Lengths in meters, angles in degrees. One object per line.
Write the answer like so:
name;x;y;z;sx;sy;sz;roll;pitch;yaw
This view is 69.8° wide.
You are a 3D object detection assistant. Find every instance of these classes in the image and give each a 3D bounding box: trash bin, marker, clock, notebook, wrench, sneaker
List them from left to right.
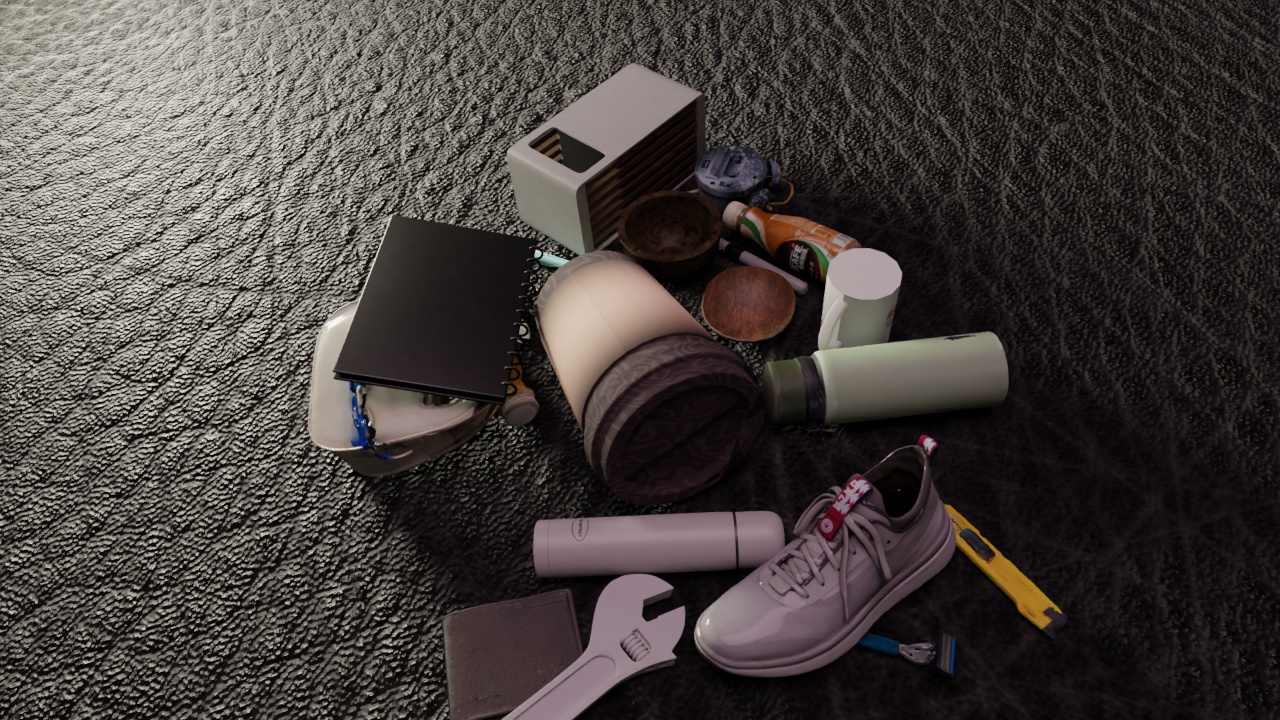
notebook;-0.195;-0.057;0.933;0.169;0.019;0.230;9;47;-5
wrench;-0.070;0.269;0.750;0.272;0.018;0.086;-30;62;-30
trash bin;-0.036;-0.250;1.138;0.114;0.115;0.228;33;61;28
clock;0.126;-0.220;1.139;0.129;0.052;0.090;13;53;16
marker;0.135;-0.113;1.075;0.140;0.016;0.016;33;60;27
sneaker;0.157;0.161;0.761;0.262;0.129;0.097;-27;38;-19

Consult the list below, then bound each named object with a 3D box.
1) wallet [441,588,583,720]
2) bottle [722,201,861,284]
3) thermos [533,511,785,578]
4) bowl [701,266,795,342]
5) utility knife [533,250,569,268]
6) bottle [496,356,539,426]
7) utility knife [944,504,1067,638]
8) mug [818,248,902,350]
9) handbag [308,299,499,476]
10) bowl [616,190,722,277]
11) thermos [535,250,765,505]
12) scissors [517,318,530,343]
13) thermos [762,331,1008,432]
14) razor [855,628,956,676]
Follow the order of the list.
wallet;-0.109;0.254;0.789;0.120;0.031;0.099;-10;52;-6
bottle;0.172;-0.141;1.065;0.167;0.059;0.059;29;59;26
thermos;0.017;0.166;0.833;0.224;0.052;0.052;-3;51;3
bowl;0.120;-0.056;1.022;0.102;0.026;0.114;10;52;12
utility knife;-0.085;-0.112;1.096;0.120;0.015;0.022;19;23;18
bottle;-0.166;-0.005;0.990;0.053;0.053;0.186;-26;54;-16
utility knife;0.299;0.166;0.834;0.030;0.018;0.206;-23;49;-25
mug;0.223;-0.052;0.968;0.073;0.090;0.105;33;61;28
handbag;-0.232;0.012;0.927;0.200;0.093;0.200;-15;57;8
bowl;0.035;-0.139;1.078;0.121;0.056;0.121;-3;51;3
thermos;-0.005;0.005;0.902;0.172;0.173;0.226;-22;46;-13
scissors;-0.165;-0.074;1.069;0.132;0.019;0.147;9;51;13
thermos;0.239;0.025;0.916;0.231;0.082;0.082;-7;50;-1
razor;0.192;0.236;0.781;0.144;0.022;0.042;8;38;18
